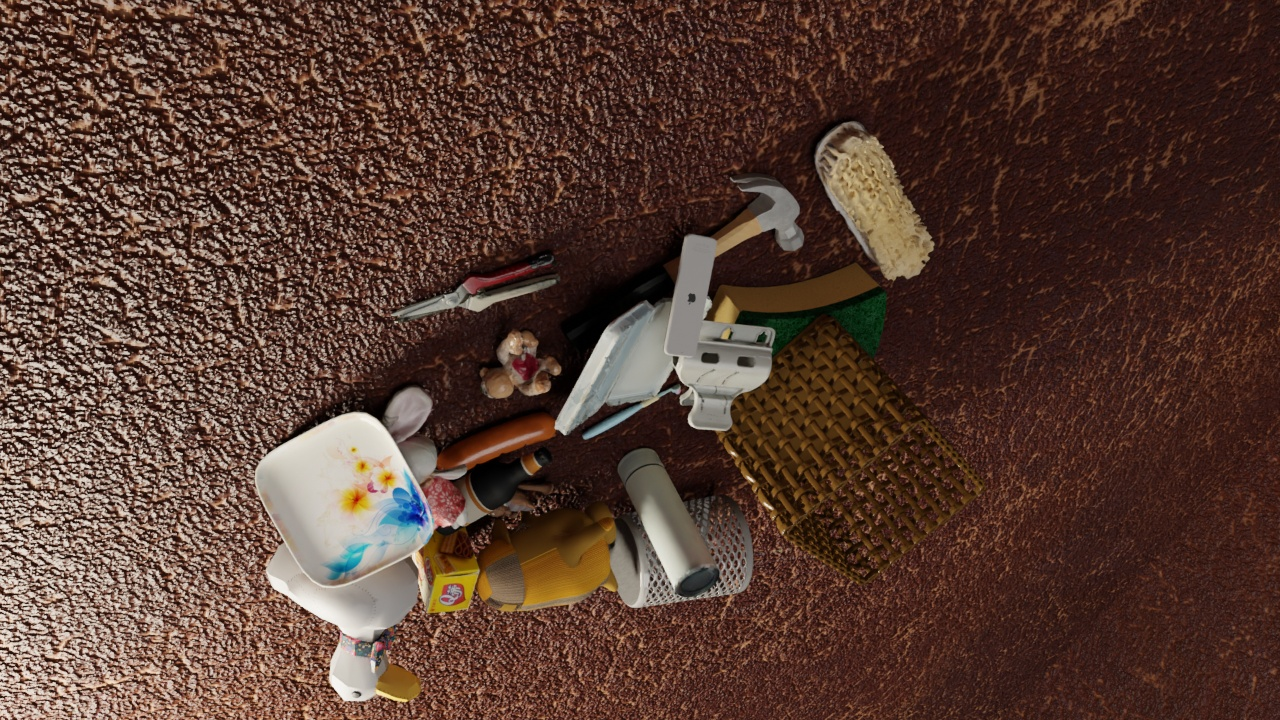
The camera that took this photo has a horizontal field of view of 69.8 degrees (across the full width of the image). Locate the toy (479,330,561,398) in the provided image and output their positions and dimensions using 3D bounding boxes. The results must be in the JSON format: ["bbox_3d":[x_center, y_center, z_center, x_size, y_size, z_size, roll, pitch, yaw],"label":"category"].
[{"bbox_3d":[-0.159,0.010,1.120,0.106,0.074,0.085,-28,108,26],"label":"toy"}]

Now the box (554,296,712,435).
[{"bbox_3d":[-0.013,0.000,1.167,0.192,0.061,0.210,-27,156,-41],"label":"box"}]

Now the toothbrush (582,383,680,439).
[{"bbox_3d":[-0.012,0.072,1.287,0.155,0.016,0.022,-27,174,-5],"label":"toothbrush"}]

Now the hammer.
[{"bbox_3d":[0.049,-0.114,1.139,0.328,0.039,0.131,-33,136,2],"label":"hammer"}]

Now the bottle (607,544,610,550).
[{"bbox_3d":[-0.098,0.314,1.441,0.130,0.040,0.040,-39,136,8],"label":"bottle"}]

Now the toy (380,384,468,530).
[{"bbox_3d":[-0.279,0.137,1.137,0.159,0.084,0.194,-37,111,8],"label":"toy"}]

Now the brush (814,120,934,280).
[{"bbox_3d":[0.302,-0.200,1.186,0.083,0.056,0.271,-38,136,8],"label":"brush"}]

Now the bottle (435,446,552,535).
[{"bbox_3d":[-0.198,0.167,1.219,0.182,0.059,0.059,-30,137,12],"label":"bottle"}]

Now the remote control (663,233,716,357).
[{"bbox_3d":[0.059,-0.077,1.099,0.045,0.008,0.147,6,98,-31],"label":"remote control"}]

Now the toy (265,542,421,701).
[{"bbox_3d":[-0.371,0.314,1.198,0.246,0.140,0.268,24,103,-1],"label":"toy"}]

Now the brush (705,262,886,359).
[{"bbox_3d":[0.209,-0.021,1.281,0.249,0.075,0.195,-11,133,-21],"label":"brush"}]

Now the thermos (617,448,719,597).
[{"bbox_3d":[0.036,0.224,1.294,0.067,0.230,0.068,-15,135,-16],"label":"thermos"}]

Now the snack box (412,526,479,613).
[{"bbox_3d":[-0.271,0.281,1.267,0.061,0.105,0.084,-1,129,-28],"label":"snack box"}]

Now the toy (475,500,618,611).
[{"bbox_3d":[-0.145,0.281,1.308,0.202,0.162,0.199,-12,157,-34],"label":"toy"}]

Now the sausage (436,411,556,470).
[{"bbox_3d":[-0.189,0.108,1.205,0.164,0.039,0.044,-21,143,-10],"label":"sausage"}]

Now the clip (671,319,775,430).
[{"bbox_3d":[0.098,0.016,1.167,0.124,0.074,0.144,8,117,-15],"label":"clip"}]

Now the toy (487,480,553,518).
[{"bbox_3d":[-0.175,0.194,1.283,0.101,0.054,0.042,7,164,-26],"label":"toy"}]

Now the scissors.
[{"bbox_3d":[-0.185,-0.083,1.051,0.187,0.015,0.147,9,125,-34],"label":"scissors"}]

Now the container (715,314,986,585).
[{"bbox_3d":[0.275,0.123,1.235,0.220,0.214,0.251,-42,136,11],"label":"container"}]

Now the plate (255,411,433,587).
[{"bbox_3d":[-0.351,0.166,1.096,0.187,0.016,0.187,-27,95,10],"label":"plate"}]

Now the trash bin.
[{"bbox_3d":[0.058,0.300,1.434,0.183,0.156,0.157,-5,131,-22],"label":"trash bin"}]
